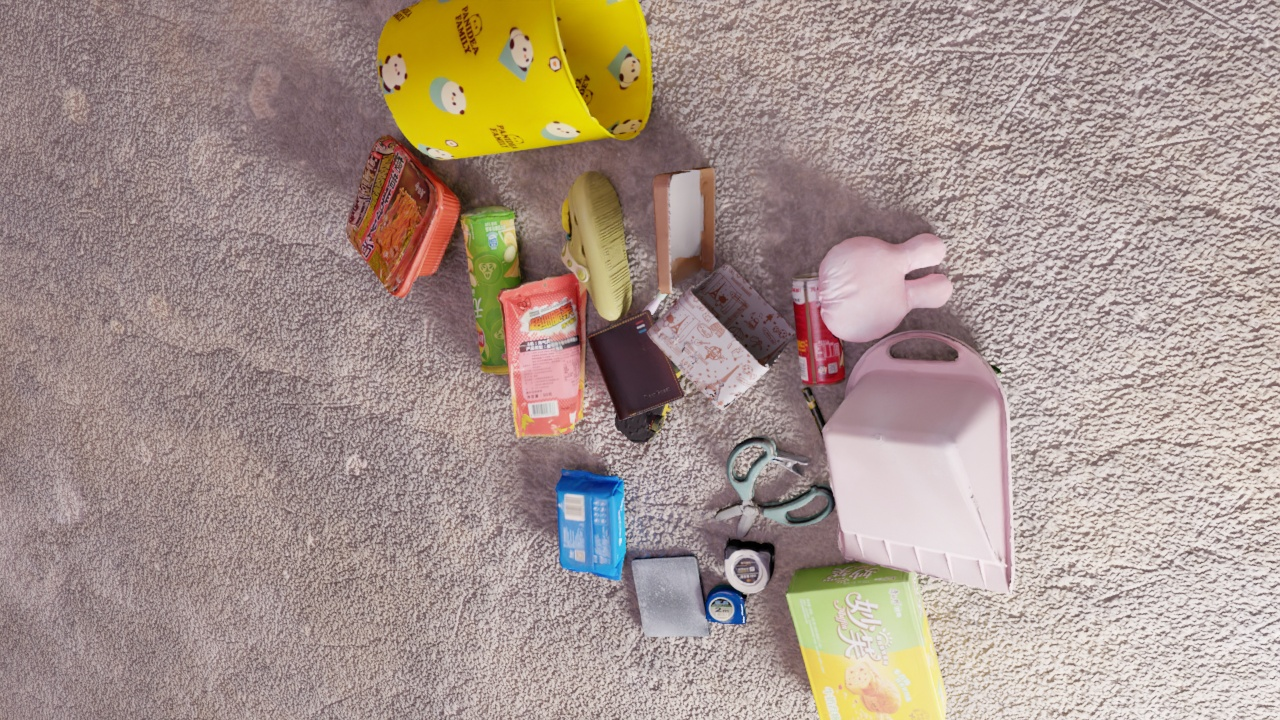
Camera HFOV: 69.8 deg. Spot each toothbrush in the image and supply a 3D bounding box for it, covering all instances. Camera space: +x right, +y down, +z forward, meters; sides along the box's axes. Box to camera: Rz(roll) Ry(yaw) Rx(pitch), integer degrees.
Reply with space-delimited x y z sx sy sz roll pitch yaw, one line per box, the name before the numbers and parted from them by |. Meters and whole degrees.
toothbrush | 0.242 0.120 1.161 0.017 0.012 0.186 -20 97 34
toothbrush | 0.001 -0.057 1.196 0.021 0.029 0.190 24 117 -27

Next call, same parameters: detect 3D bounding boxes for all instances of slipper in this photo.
slipper | -0.066 -0.140 1.162 0.082 0.091 0.190 -6 105 23

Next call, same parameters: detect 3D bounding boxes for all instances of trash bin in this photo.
trash bin | -0.147 -0.348 1.072 0.256 0.229 0.230 -6 102 27

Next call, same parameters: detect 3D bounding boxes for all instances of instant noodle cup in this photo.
instant noodle cup | -0.309 -0.189 1.216 0.189 0.079 0.165 47 119 35

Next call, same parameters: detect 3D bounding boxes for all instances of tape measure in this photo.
tape measure | 0.145 0.274 1.224 0.066 0.033 0.066 6 103 20
tape measure | 0.117 0.333 1.253 0.058 0.025 0.054 -1 103 11

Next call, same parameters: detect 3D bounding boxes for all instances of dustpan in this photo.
dustpan | 0.334 0.114 1.072 0.223 0.138 0.273 7 127 43

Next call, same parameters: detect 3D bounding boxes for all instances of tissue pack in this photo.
tissue pack | -0.067 0.228 1.277 0.095 0.052 0.157 4 105 21

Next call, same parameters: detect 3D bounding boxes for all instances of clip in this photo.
clip | 0.187 0.127 1.176 0.057 0.024 0.030 25 114 8

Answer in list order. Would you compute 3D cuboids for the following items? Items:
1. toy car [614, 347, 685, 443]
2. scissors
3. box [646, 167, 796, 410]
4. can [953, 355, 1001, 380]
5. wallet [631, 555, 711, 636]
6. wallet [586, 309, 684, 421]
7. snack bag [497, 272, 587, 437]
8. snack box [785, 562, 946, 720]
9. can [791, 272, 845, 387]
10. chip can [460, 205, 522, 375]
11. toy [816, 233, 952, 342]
toy car | 0.011 0.033 1.202 0.071 0.041 0.156 21 105 17
scissors | 0.176 0.178 1.185 0.179 0.019 0.173 17 123 8
box | 0.077 -0.089 1.075 0.124 0.178 0.274 -20 97 25
can | 0.372 0.072 1.076 0.058 0.058 0.147 17 109 15
wallet | 0.043 0.330 1.284 0.097 0.019 0.121 -7 100 19
wallet | -0.007 0.007 1.173 0.096 0.020 0.122 -20 94 23
snack bag | -0.123 -0.006 1.209 0.073 0.128 0.208 21 118 52
snack box | 0.290 0.368 1.176 0.158 0.069 0.210 -13 100 22
can | 0.214 -0.038 1.106 0.053 0.053 0.133 -4 102 20
chip can | -0.191 -0.095 1.226 0.073 0.072 0.221 -1 103 20
toy | 0.279 -0.087 1.057 0.159 0.054 0.121 -13 100 -5
